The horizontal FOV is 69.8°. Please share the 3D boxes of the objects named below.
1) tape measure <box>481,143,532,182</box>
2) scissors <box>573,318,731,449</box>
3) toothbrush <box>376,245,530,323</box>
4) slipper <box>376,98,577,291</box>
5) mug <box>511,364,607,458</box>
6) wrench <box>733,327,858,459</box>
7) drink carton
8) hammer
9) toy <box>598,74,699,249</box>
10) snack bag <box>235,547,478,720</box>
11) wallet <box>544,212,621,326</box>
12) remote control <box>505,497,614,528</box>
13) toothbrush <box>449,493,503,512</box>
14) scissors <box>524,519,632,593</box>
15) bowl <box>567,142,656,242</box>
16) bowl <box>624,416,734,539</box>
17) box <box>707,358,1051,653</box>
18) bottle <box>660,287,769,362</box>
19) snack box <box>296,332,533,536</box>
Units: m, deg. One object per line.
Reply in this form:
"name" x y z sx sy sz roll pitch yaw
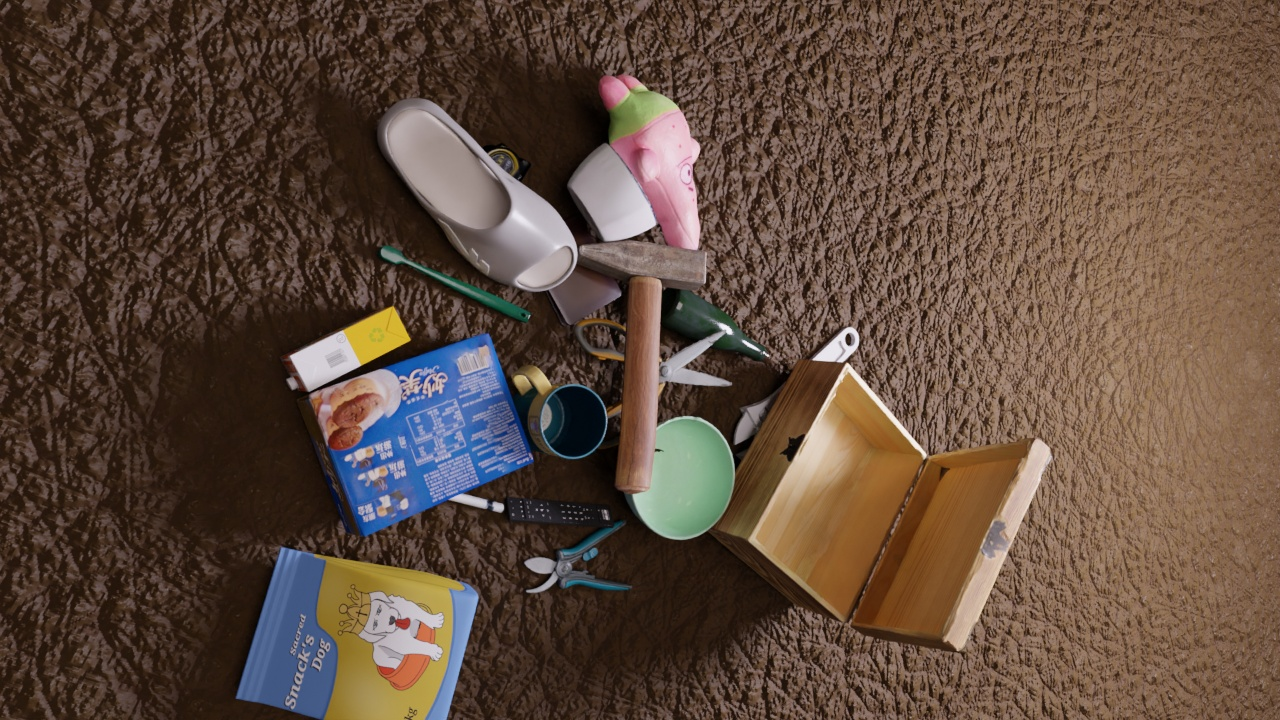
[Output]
"tape measure" -0.166 -0.218 1.055 0.061 0.034 0.061 35 86 -32
"scissors" 0.007 0.007 1.137 0.225 0.016 0.216 -38 109 -10
"toothbrush" -0.209 -0.085 1.041 0.189 0.017 0.016 25 77 -29
"slipper" -0.178 -0.170 1.002 0.113 0.080 0.266 -40 110 7
"mug" -0.106 0.054 1.047 0.083 0.107 0.113 -39 108 -23
"wrench" 0.227 0.047 1.293 0.272 0.018 0.087 -38 108 -26
"drink carton" -0.310 -0.011 0.956 0.122 0.059 0.040 -31 104 -27
"hammer" -0.006 0.006 1.081 0.157 0.037 0.300 6 77 -15
"toy" 0.023 -0.240 1.124 0.237 0.097 0.191 68 26 -13
"snack bag" -0.290 0.290 0.950 0.205 0.102 0.159 17 81 -17
"wallet" -0.085 -0.109 1.115 0.091 0.018 0.115 -33 102 -26
"remote control" -0.095 0.183 1.100 0.140 0.009 0.030 10 46 -30
"toothbrush" -0.238 0.147 1.024 0.186 0.012 0.017 20 93 -28
"scissors" -0.065 0.253 1.120 0.153 0.019 0.124 -41 107 -22
"bowl" -0.038 -0.192 1.091 0.065 0.116 0.116 -34 107 -3
"bowl" 0.036 0.143 1.146 0.150 0.077 0.151 0 89 -31
"box" 0.326 0.198 1.169 0.284 0.324 0.278 44 67 -32
"bottle" 0.100 -0.039 1.198 0.174 0.055 0.055 26 76 -28
"snack box" -0.237 0.076 0.981 0.202 0.069 0.155 -22 97 -32
